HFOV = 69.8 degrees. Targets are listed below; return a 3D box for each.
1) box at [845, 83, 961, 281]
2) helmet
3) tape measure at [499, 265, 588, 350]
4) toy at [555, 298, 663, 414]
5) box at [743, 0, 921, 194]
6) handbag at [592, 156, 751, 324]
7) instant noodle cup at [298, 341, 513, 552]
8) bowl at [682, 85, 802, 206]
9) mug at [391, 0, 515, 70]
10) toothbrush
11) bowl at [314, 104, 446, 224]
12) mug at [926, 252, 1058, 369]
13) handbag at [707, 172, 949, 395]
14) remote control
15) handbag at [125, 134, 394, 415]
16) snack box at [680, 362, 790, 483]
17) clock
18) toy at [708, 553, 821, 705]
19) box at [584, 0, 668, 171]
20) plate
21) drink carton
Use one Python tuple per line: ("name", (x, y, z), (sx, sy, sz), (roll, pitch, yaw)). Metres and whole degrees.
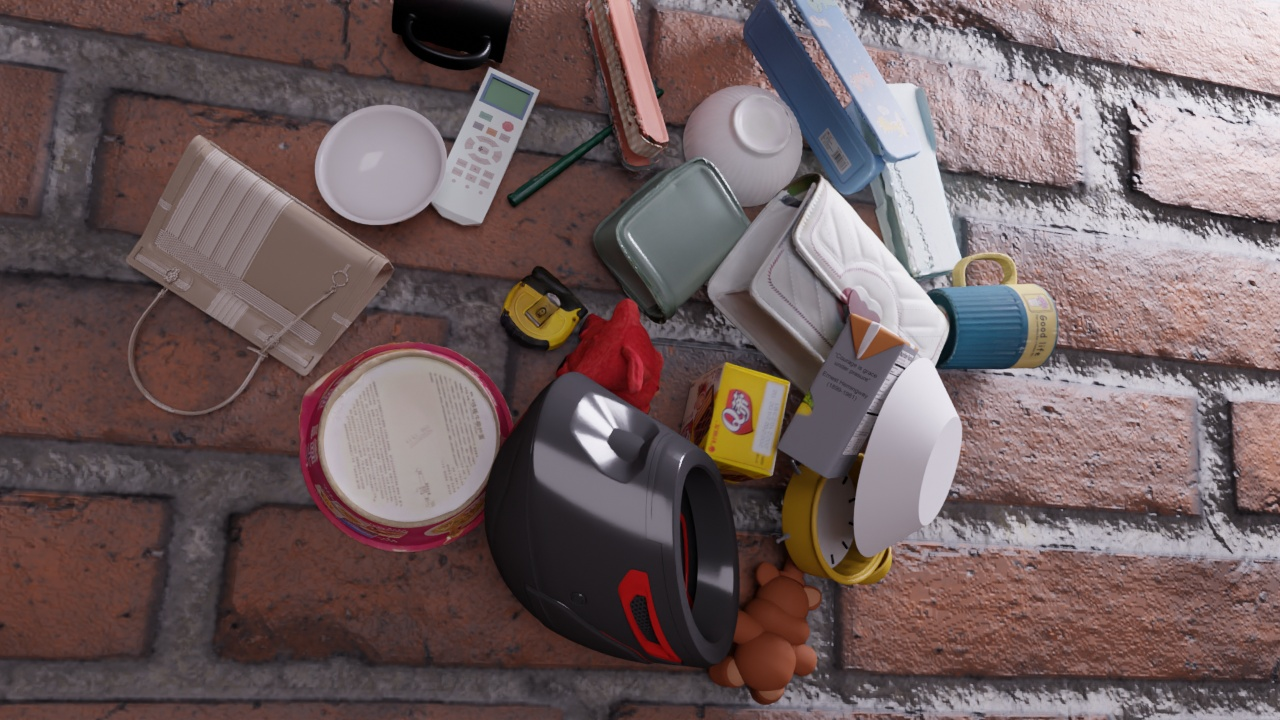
("box", (0.268, -0.178, 0.921), (0.082, 0.066, 0.199), (-8, 81, -40))
("helmet", (-0.032, 0.130, 0.715), (0.163, 0.170, 0.265), (-63, 143, -51))
("tape measure", (-0.088, -0.041, 0.805), (0.065, 0.037, 0.064), (44, 73, -4))
("toy", (-0.005, 0.005, 0.777), (0.094, 0.133, 0.088), (34, 85, -17))
("box", (0.182, -0.265, 0.893), (0.077, 0.074, 0.209), (-23, 80, -33))
("handbag", (0.029, -0.110, 0.830), (0.121, 0.067, 0.106), (-44, 108, -16))
("instant noodle cup", (-0.185, 0.065, 0.741), (0.178, 0.078, 0.178), (2, 80, -14))
("bowl", (0.105, -0.212, 0.871), (0.118, 0.062, 0.118), (2, 80, -14))
("mug", (-0.163, -0.302, 0.802), (0.098, 0.082, 0.117), (12, 60, -12))
("toothbrush", (-0.050, -0.204, 0.854), (0.189, 0.016, 0.017), (-41, 94, -17))
("bowl", (-0.217, -0.160, 0.787), (0.110, 0.040, 0.109), (0, 75, 0))
("mug", (0.332, -0.047, 0.890), (0.107, 0.083, 0.113), (-2, 87, -11))
("handbag", (0.177, -0.051, 0.821), (0.198, 0.096, 0.141), (41, 77, -20))
("remote control", (-0.141, -0.187, 0.824), (0.049, 0.024, 0.143), (23, 78, -9))
("handbag", (-0.333, -0.047, 0.744), (0.175, 0.062, 0.197), (34, 83, -6))
("snack box", (0.077, 0.057, 0.795), (0.061, 0.106, 0.083), (16, 76, -9))
("clock", (0.184, 0.142, 0.819), (0.151, 0.052, 0.113), (23, 74, -39))
("toy", (0.114, 0.231, 0.806), (0.095, 0.065, 0.127), (30, 64, -11))
("box", (-0.015, -0.263, 0.855), (0.058, 0.063, 0.188), (0, 68, -33))
("plate", (0.232, 0.087, 0.763), (0.036, 0.174, 0.173), (17, 72, 33))
("drink carton", (0.169, 0.029, 0.741), (0.048, 0.076, 0.125), (32, 99, 26))
